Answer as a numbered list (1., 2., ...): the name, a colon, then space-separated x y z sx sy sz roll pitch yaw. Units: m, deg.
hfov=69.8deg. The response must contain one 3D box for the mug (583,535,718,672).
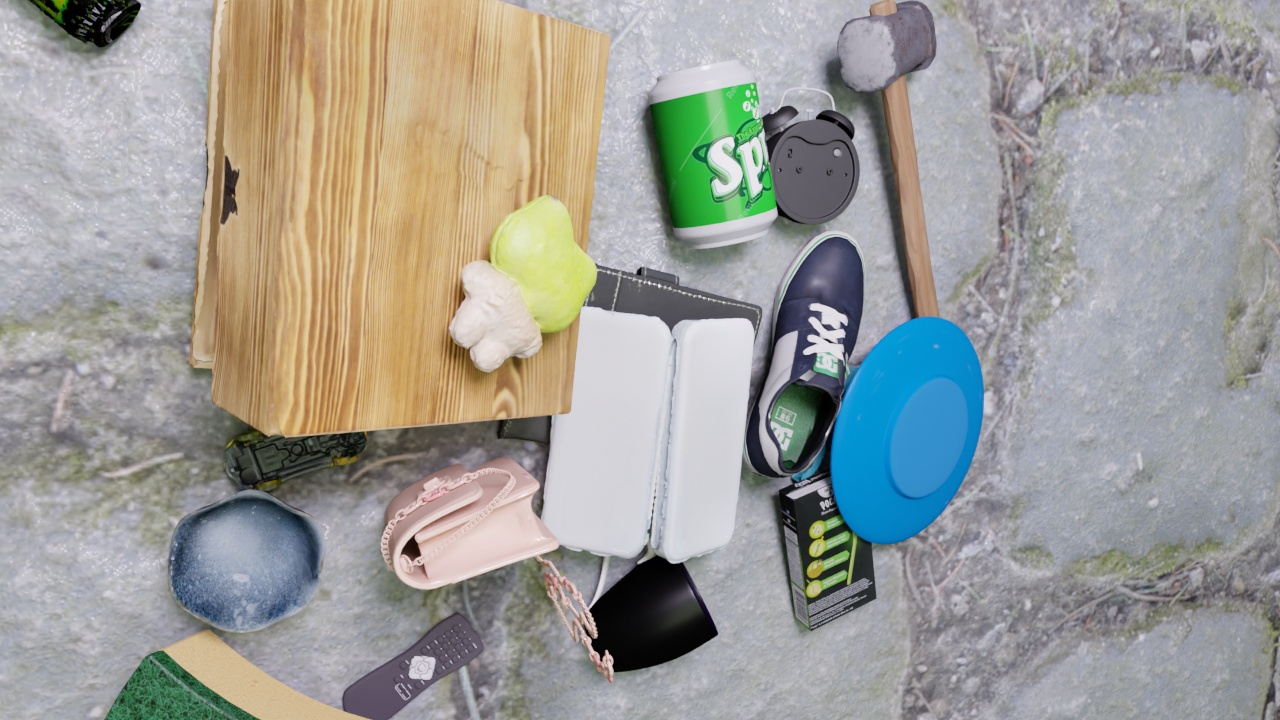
1. mug: -0.003 0.213 0.811 0.100 0.085 0.119 -28 78 0

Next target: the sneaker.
1. sneaker: 0.156 -0.008 0.808 0.084 0.079 0.235 21 81 -12

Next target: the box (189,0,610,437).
1. box: -0.173 -0.111 0.659 0.258 0.221 0.279 -1 100 -43

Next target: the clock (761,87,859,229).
1. clock: 0.145 -0.178 0.807 0.091 0.042 0.121 -1 100 -20

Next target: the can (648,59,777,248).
1. can: 0.060 -0.168 0.754 0.087 0.088 0.140 -16 104 -17

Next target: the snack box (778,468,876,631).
1. snack box: 0.181 0.178 0.878 0.080 0.025 0.148 -19 113 -20

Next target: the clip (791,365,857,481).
1. clip: 0.160 0.065 0.866 0.121 0.033 0.119 -6 98 -18

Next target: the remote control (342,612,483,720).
1. remote control: -0.194 0.266 0.781 0.124 0.009 0.046 -34 109 -11

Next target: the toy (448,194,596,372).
1. toy: -0.076 -0.045 0.589 0.115 0.046 0.092 -51 137 -23

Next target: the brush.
1. brush: -0.276 0.336 0.670 0.250 0.075 0.195 20 90 6

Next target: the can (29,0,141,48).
1. can: -0.396 -0.268 0.590 0.137 0.054 0.054 43 84 -21

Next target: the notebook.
1. notebook: -0.005 0.005 0.795 0.208 0.029 0.169 12 97 -25

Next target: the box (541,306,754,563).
1. box: 0.013 0.063 0.762 0.185 0.084 0.211 4 99 -21

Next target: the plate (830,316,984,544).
1. plate: 0.266 0.071 0.871 0.223 0.024 0.224 -10 107 -35

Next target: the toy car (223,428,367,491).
1. toy car: -0.266 0.066 0.709 0.106 0.030 0.049 -18 106 -18

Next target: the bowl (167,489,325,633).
1. bowl: -0.298 0.146 0.698 0.110 0.055 0.110 -3 100 -20

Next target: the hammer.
1. hammer: 0.244 -0.157 0.837 0.097 0.052 0.329 -35 119 -42

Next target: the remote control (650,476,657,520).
1. remote control: 0.017 0.119 0.819 0.135 0.011 0.050 -6 118 -14

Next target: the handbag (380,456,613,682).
1. handbag: -0.115 0.174 0.693 0.116 0.199 0.187 -21 98 -16
